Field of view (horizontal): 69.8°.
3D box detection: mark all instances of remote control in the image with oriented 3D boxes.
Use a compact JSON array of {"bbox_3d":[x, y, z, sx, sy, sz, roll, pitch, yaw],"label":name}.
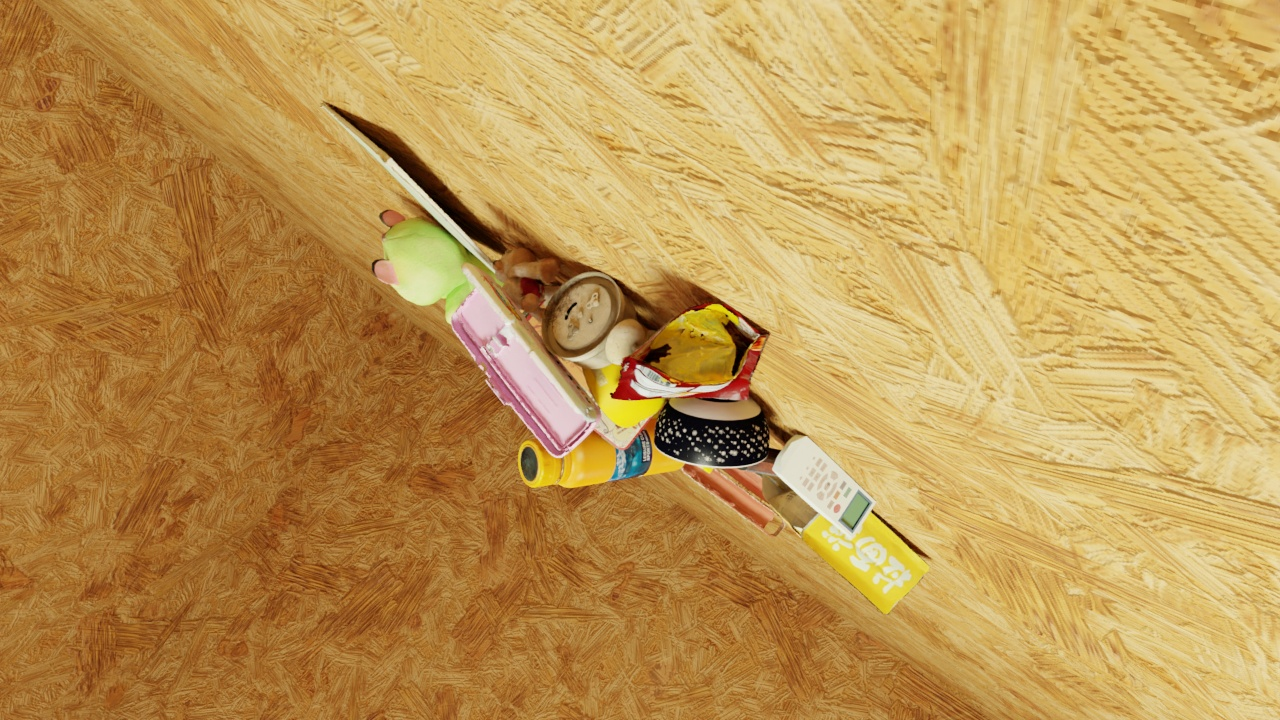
[{"bbox_3d":[0.195,0.133,0.989,0.143,0.049,0.024,41,169,-29],"label":"remote control"}]

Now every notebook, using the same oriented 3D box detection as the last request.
[{"bbox_3d":[-0.255,-0.188,1.078,0.182,0.010,0.252,41,175,39],"label":"notebook"}]

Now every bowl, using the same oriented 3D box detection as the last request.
[{"bbox_3d":[-0.006,0.006,0.972,0.117,0.068,0.117,48,-152,-38],"label":"bowl"},{"bbox_3d":[0.076,0.059,0.951,0.120,0.066,0.120,4,-165,-1],"label":"bowl"}]

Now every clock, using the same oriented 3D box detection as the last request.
[{"bbox_3d":[-0.034,-0.028,0.899,0.141,0.093,0.054,30,176,40],"label":"clock"}]

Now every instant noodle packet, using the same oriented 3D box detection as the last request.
[{"bbox_3d":[0.241,0.215,1.182,0.163,0.084,0.222,40,176,-15],"label":"instant noodle packet"}]

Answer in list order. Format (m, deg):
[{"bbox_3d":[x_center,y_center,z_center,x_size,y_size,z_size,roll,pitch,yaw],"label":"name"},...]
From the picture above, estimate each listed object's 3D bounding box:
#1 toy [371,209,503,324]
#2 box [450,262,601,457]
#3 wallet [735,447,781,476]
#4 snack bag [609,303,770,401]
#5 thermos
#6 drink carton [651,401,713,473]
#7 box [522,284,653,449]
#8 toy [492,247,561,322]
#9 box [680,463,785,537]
[{"bbox_3d":[-0.262,-0.118,1.238,0.197,0.107,0.149,41,-148,-37],"label":"toy"},{"bbox_3d":[-0.114,-0.006,0.948,0.201,0.077,0.147,50,148,11],"label":"box"},{"bbox_3d":[0.142,0.110,1.013,0.123,0.019,0.072,14,-171,-33],"label":"wallet"},{"bbox_3d":[0.041,0.016,0.814,0.139,0.066,0.208,-7,165,-2],"label":"snack bag"},{"bbox_3d":[-0.048,0.114,1.205,0.232,0.091,0.076,-4,166,-37],"label":"thermos"},{"bbox_3d":[0.061,0.105,1.309,0.135,0.058,0.043,27,169,42],"label":"drink carton"},{"bbox_3d":[-0.066,0.010,1.122,0.205,0.117,0.051,41,172,-17],"label":"box"},{"bbox_3d":[-0.122,-0.089,1.024,0.106,0.074,0.085,35,-175,33],"label":"toy"},{"bbox_3d":[0.148,0.183,1.346,0.187,0.082,0.041,36,-178,-8],"label":"box"}]
